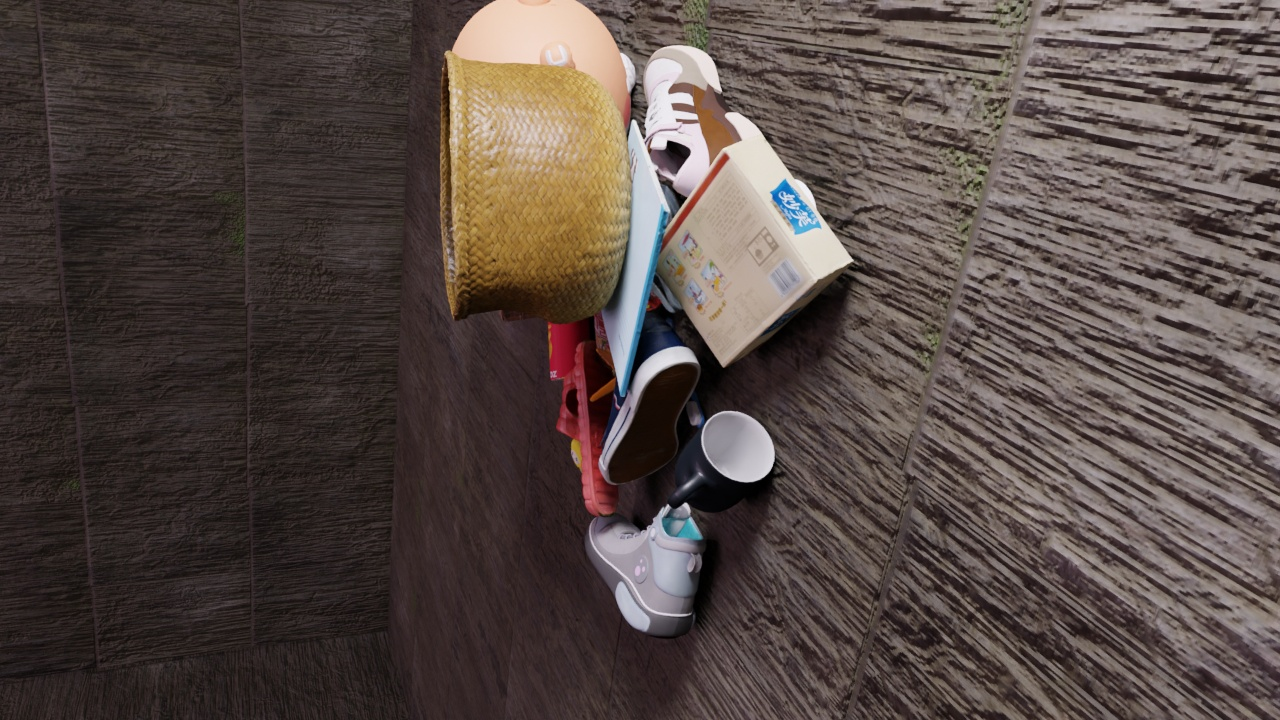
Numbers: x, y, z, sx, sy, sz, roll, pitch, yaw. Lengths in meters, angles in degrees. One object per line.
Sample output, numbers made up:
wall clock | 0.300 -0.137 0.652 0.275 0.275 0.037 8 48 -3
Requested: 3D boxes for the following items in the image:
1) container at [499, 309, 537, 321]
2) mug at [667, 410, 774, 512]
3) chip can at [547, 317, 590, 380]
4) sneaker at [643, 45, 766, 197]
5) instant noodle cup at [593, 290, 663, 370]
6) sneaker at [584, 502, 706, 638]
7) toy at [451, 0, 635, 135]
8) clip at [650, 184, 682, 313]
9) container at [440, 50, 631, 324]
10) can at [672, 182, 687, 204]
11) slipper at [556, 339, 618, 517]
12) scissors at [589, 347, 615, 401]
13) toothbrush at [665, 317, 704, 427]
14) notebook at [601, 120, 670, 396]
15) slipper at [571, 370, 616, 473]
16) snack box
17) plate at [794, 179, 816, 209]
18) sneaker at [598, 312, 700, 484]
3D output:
container | -0.117 -0.143 1.312 0.112 0.198 0.114 -114 20 -49
mug | 0.075 0.122 0.990 0.085 0.121 0.095 49 144 13
chip can | -0.116 -0.079 1.469 0.069 0.069 0.220 169 98 -66
sneaker | 0.038 -0.269 1.050 0.112 0.116 0.293 111 148 -41
instant noodle cup | -0.022 -0.047 1.238 0.100 0.100 0.113 -120 29 -47
sneaker | 0.009 0.231 1.200 0.256 0.093 0.160 47 125 58
toy | -0.135 -0.372 1.259 0.281 0.265 0.262 105 148 -65
clip | 0.017 -0.159 1.176 0.169 0.031 0.165 37 115 29
container | -0.129 -0.191 1.055 0.307 0.196 0.307 176 91 -74
can | 0.065 -0.193 1.097 0.080 0.031 0.032 -118 35 -45
slipper | -0.076 0.092 1.259 0.059 0.103 0.248 -10 74 22
scissors | -0.013 0.016 1.218 0.131 0.125 0.011 -47 32 4
toothbrush | 0.052 0.012 1.163 0.016 0.014 0.166 118 144 -48
notebook | -0.013 -0.111 1.026 0.180 0.009 0.254 -106 22 -46
slipper | -0.064 0.100 1.353 0.091 0.081 0.191 49 132 52
snack box | 0.101 -0.102 0.922 0.153 0.055 0.208 56 150 9
plate | 0.141 -0.133 0.937 0.104 0.026 0.104 178 90 -67
sneaker | -0.002 0.046 1.155 0.295 0.120 0.127 104 146 -50
